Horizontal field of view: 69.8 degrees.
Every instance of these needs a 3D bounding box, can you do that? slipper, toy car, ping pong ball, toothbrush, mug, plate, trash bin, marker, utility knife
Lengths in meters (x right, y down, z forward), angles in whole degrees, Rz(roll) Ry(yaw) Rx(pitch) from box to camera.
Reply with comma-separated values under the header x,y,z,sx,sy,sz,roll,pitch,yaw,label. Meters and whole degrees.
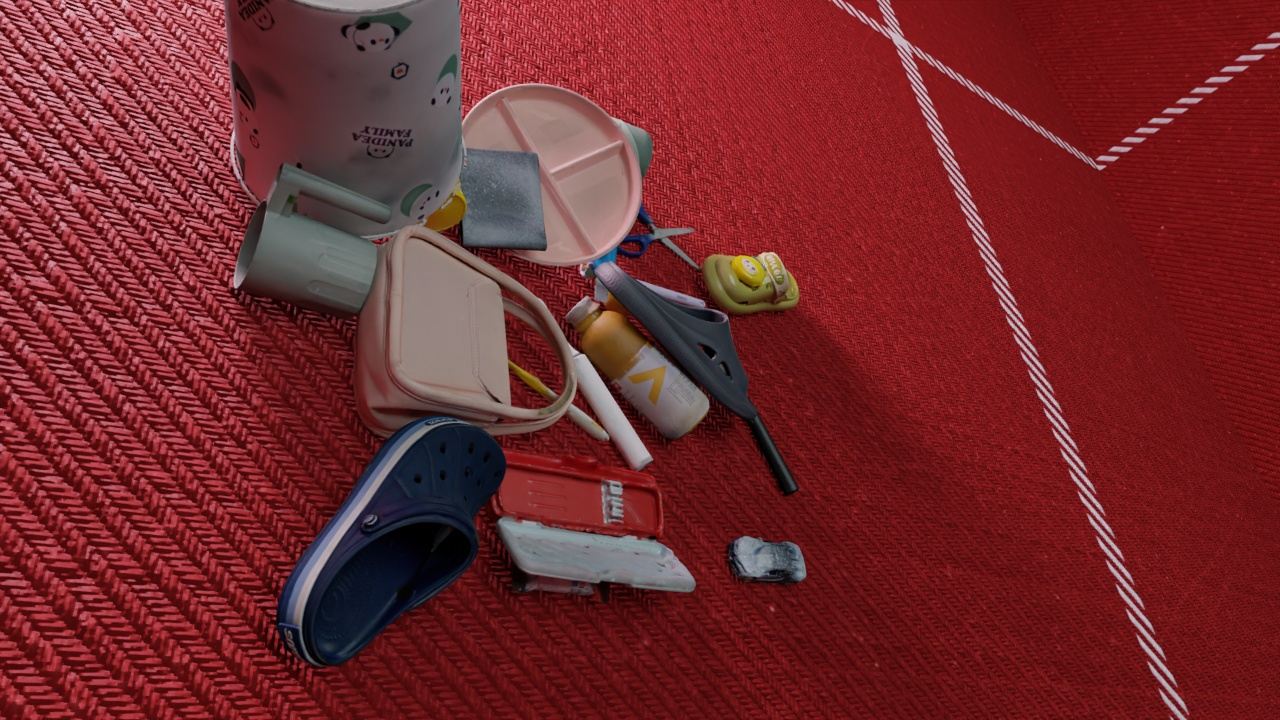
x,y,z,sx,sy,sz,roll,pitch,yaw,label
0.166,-0.117,1.269,0.190,0.082,0.091,0,58,-44,slipper
0.144,0.223,1.027,0.105,0.031,0.048,12,52,-34,toy car
-0.024,-0.074,1.097,0.040,0.040,0.040,23,47,-27,ping pong ball
0.062,-0.032,1.055,0.268,0.083,0.110,44,3,-22,slipper
-0.057,0.024,1.005,0.221,0.026,0.026,56,30,8,toothbrush
-0.293,-0.104,0.824,0.103,0.124,0.083,19,25,-33,mug
-0.109,-0.216,1.081,0.229,0.028,0.229,5,75,-20,plate
-0.264,-0.276,0.829,0.229,0.253,0.229,7,58,-11,trash bin
0.157,0.105,1.136,0.022,0.020,0.132,-3,61,-55,marker
-0.047,-0.259,1.185,0.106,0.082,0.111,15,77,-24,mug
-0.182,0.136,0.737,0.252,0.095,0.105,-52,141,-45,slipper
-0.043,-0.131,1.112,0.034,0.018,0.190,26,39,-21,utility knife
-0.107,0.025,0.970,0.191,0.016,0.018,39,33,-11,toothbrush
0.007,-0.093,1.154,0.189,0.021,0.029,15,79,-33,toothbrush

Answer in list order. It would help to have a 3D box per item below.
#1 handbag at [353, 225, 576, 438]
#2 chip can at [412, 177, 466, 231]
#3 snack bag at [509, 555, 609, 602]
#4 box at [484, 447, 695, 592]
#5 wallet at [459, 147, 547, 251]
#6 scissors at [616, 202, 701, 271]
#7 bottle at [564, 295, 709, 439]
x,y,z,sx,sy,sz,roll,pitch,yaw,label
-0.157,-0.011,0.895,0.234,0.094,0.193,16,52,-35,handbag
-0.245,-0.246,1.012,0.072,0.072,0.213,6,55,-38,chip can
-0.075,0.200,0.855,0.105,0.026,0.045,16,54,-30,snack bag
-0.051,0.159,0.884,0.201,0.060,0.160,15,35,-34,box
-0.157,-0.181,1.030,0.097,0.019,0.120,-1,76,-23,wallet
0.014,-0.173,1.228,0.176,0.012,0.161,47,41,-2,scissors
-0.006,0.006,1.031,0.189,0.068,0.067,45,41,-5,bottle
